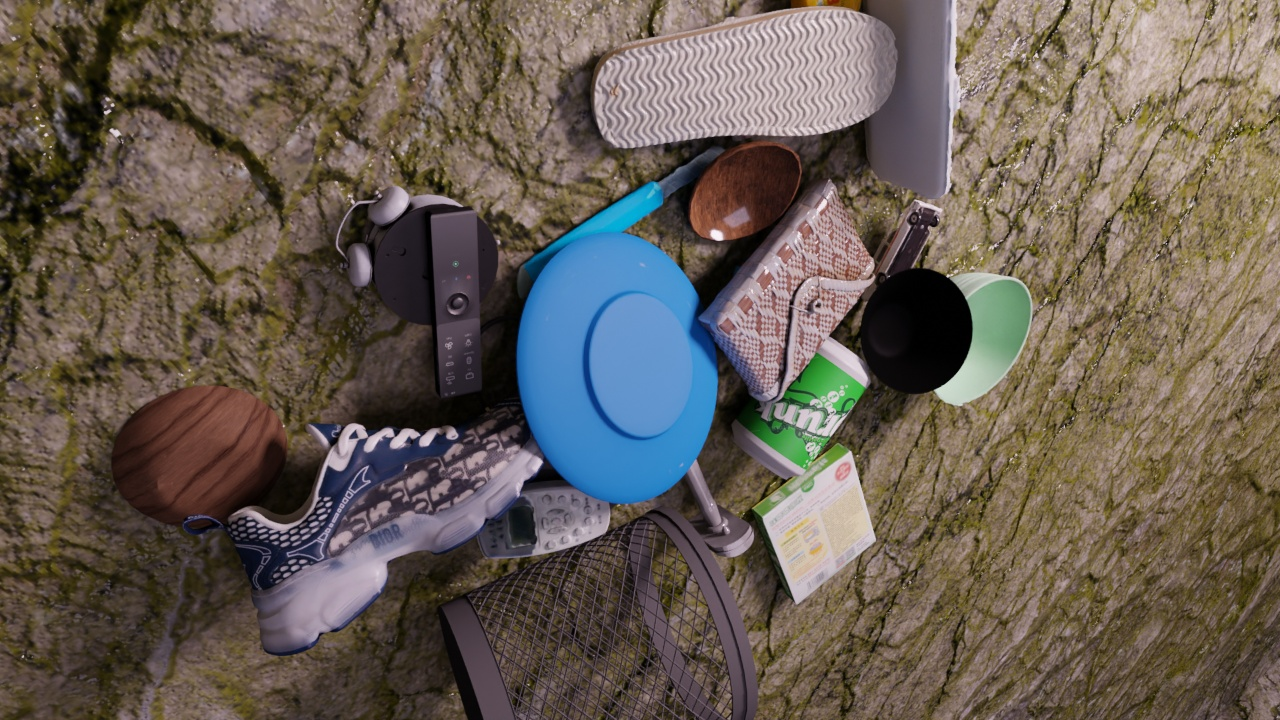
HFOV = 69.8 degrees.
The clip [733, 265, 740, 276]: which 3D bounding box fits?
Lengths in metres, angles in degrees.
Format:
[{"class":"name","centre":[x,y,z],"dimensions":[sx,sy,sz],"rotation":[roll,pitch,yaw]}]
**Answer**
[{"class":"clip","centre":[0.116,-0.053,0.885],"dimensions":[0.120,0.033,0.122],"rotation":[28,97,-43]}]

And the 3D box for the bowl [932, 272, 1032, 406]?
[{"class":"bowl","centre":[0.350,-0.034,1.011],"dimensions":[0.150,0.077,0.151],"rotation":[-15,122,-25]}]

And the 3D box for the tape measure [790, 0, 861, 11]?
[{"class":"tape measure","centre":[0.154,-0.301,0.766],"dimensions":[0.058,0.030,0.068],"rotation":[-30,134,-15]}]

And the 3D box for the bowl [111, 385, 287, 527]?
[{"class":"bowl","centre":[-0.319,0.079,0.673],"dimensions":[0.119,0.032,0.119],"rotation":[-15,123,-25]}]

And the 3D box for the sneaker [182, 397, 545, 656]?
[{"class":"sneaker","centre":[-0.193,0.090,0.692],"dimensions":[0.269,0.103,0.132],"rotation":[-35,100,-17]}]

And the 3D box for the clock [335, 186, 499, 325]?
[{"class":"clock","centre":[-0.166,-0.080,0.682],"dimensions":[0.122,0.035,0.094],"rotation":[21,103,-38]}]

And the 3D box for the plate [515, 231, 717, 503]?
[{"class":"plate","centre":[-0.005,0.004,0.752],"dimensions":[0.224,0.024,0.224],"rotation":[6,81,-44]}]

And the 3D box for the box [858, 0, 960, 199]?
[{"class":"box","centre":[0.258,-0.262,0.812],"dimensions":[0.105,0.129,0.211],"rotation":[-28,133,-18]}]

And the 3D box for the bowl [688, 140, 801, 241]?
[{"class":"bowl","centre":[0.086,-0.152,0.795],"dimensions":[0.102,0.026,0.114],"rotation":[-11,147,-15]}]

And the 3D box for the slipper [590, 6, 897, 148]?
[{"class":"slipper","centre":[0.083,-0.228,0.748],"dimensions":[0.262,0.052,0.115],"rotation":[-11,128,-15]}]

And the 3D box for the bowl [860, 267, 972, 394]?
[{"class":"bowl","centre":[0.265,-0.030,0.924],"dimensions":[0.124,0.052,0.124],"rotation":[-1,95,-15]}]

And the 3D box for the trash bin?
[{"class":"trash bin","centre":[-0.047,0.275,0.845],"dimensions":[0.227,0.218,0.218],"rotation":[-17,123,-20]}]

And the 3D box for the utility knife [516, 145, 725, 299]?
[{"class":"utility knife","centre":[-0.014,-0.121,0.769],"dimensions":[0.220,0.015,0.031],"rotation":[-33,132,-9]}]

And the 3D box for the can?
[{"class":"can","centre":[0.161,0.044,0.926],"dimensions":[0.087,0.088,0.140],"rotation":[32,96,-40]}]

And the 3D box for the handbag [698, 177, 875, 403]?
[{"class":"handbag","centre":[0.144,-0.062,0.846],"dimensions":[0.185,0.047,0.124],"rotation":[-50,127,-14]}]

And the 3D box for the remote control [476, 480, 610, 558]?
[{"class":"remote control","centre":[-0.083,0.133,0.776],"dimensions":[0.114,0.028,0.060],"rotation":[-6,104,-13]}]

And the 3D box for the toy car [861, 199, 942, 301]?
[{"class":"toy car","centre":[0.261,-0.111,0.934],"dimensions":[0.039,0.039,0.113],"rotation":[7,116,-35]}]

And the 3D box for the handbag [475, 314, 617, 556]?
[{"class":"handbag","centre":[-0.074,0.037,0.801],"dimensions":[0.175,0.072,0.196],"rotation":[-42,119,-6]}]

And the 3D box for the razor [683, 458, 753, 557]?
[{"class":"razor","centre":[0.062,0.134,0.934],"dimensions":[0.047,0.088,0.116],"rotation":[-30,109,-16]}]

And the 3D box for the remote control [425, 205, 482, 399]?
[{"class":"remote control","centre":[-0.139,-0.041,0.687],"dimensions":[0.034,0.013,0.150],"rotation":[-12,122,-27]}]

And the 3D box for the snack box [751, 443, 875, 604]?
[{"class":"snack box","centre":[0.208,0.195,1.080],"dimensions":[0.131,0.027,0.168],"rotation":[-34,128,-13]}]
